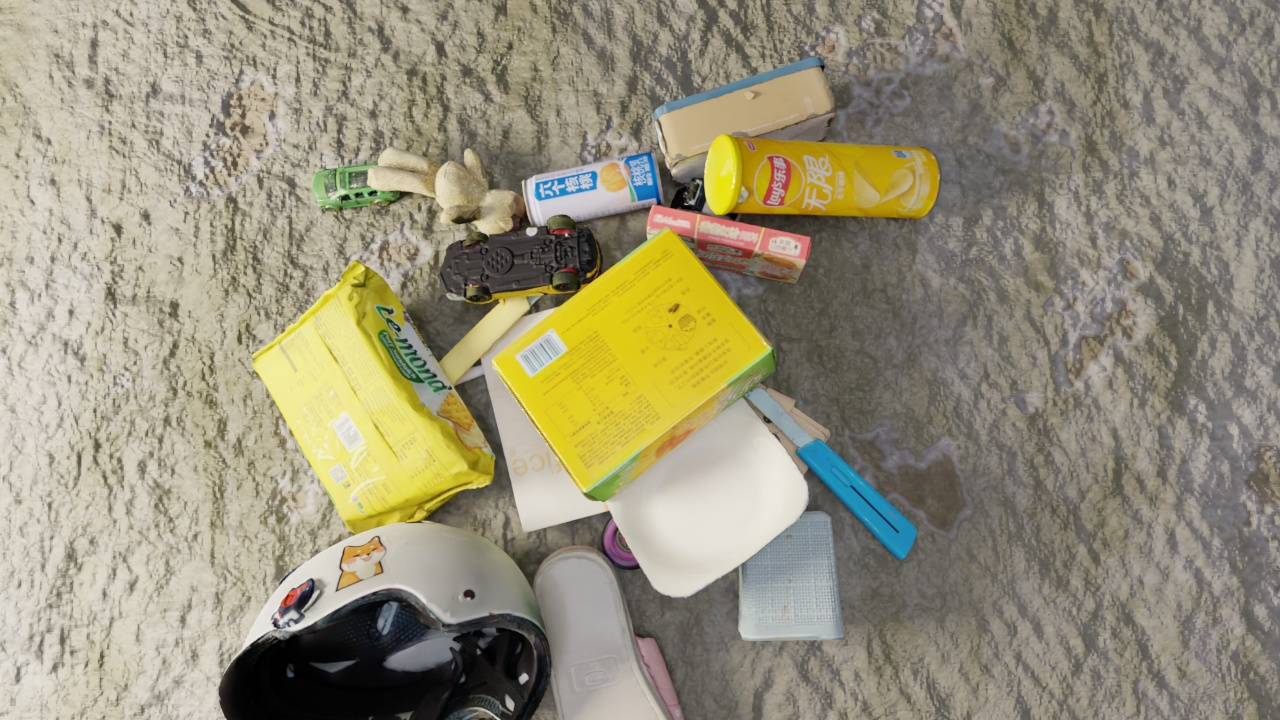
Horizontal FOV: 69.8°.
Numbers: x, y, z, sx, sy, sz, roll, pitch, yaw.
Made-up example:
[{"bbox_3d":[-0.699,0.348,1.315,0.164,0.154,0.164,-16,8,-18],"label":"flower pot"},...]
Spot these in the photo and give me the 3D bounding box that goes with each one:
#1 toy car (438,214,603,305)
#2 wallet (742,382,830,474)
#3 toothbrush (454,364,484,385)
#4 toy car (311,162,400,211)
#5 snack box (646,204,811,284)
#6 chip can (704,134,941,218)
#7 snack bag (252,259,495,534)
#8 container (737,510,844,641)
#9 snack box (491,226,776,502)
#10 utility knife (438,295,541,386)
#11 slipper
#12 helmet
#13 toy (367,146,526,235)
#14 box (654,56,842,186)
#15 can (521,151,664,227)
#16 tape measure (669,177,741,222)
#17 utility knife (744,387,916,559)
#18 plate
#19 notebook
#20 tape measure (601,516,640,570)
[{"bbox_3d":[-0.114,-0.093,0.872,0.156,0.041,0.071,-8,73,8],"label":"toy car"},{"bbox_3d":[0.118,0.069,0.892,0.115,0.024,0.087,34,86,7],"label":"wallet"},{"bbox_3d":[-0.154,0.007,0.916,0.180,0.016,0.016,-17,81,1],"label":"toothbrush"},{"bbox_3d":[-0.291,-0.179,0.935,0.091,0.036,0.043,-8,85,6],"label":"toy car"},{"bbox_3d":[0.083,-0.111,0.885,0.153,0.075,0.025,12,79,4],"label":"snack box"},{"bbox_3d":[0.170,-0.170,0.856,0.213,0.072,0.072,-2,83,-18],"label":"chip can"},{"bbox_3d":[-0.260,0.049,0.872,0.158,0.068,0.246,-35,85,18],"label":"snack bag"},{"bbox_3d":[0.135,0.195,0.847,0.090,0.090,0.111,-1,81,2],"label":"container"},{"bbox_3d":[-0.005,0.005,0.836,0.210,0.070,0.157,-37,71,-2],"label":"snack box"},{"bbox_3d":[-0.142,-0.032,0.891,0.216,0.022,0.031,-45,85,7],"label":"utility knife"},{"bbox_3d":[-0.029,0.306,0.860,0.114,0.054,0.274,-20,87,2],"label":"slipper"},{"bbox_3d":[-0.217,0.234,0.817,0.274,0.230,0.156,-15,41,7],"label":"helmet"},{"bbox_3d":[-0.189,-0.165,0.904,0.157,0.066,0.105,19,43,-8],"label":"toy"},{"bbox_3d":[0.107,-0.231,0.891,0.184,0.090,0.062,-19,82,-1],"label":"box"},{"bbox_3d":[-0.046,-0.168,0.909,0.134,0.053,0.053,-11,84,2],"label":"can"},{"bbox_3d":[0.066,-0.147,0.895,0.066,0.066,0.033,21,83,-9],"label":"tape measure"},{"bbox_3d":[0.180,0.103,0.872,0.218,0.018,0.034,44,87,-2],"label":"utility knife"},{"bbox_3d":[0.058,0.120,0.828,0.164,0.034,0.163,-35,52,2],"label":"plate"},{"bbox_3d":[-0.070,0.050,0.892,0.146,0.010,0.206,-15,83,4],"label":"notebook"},{"bbox_3d":[-0.009,0.171,0.881,0.058,0.039,0.057,-27,83,-5],"label":"tape measure"}]
